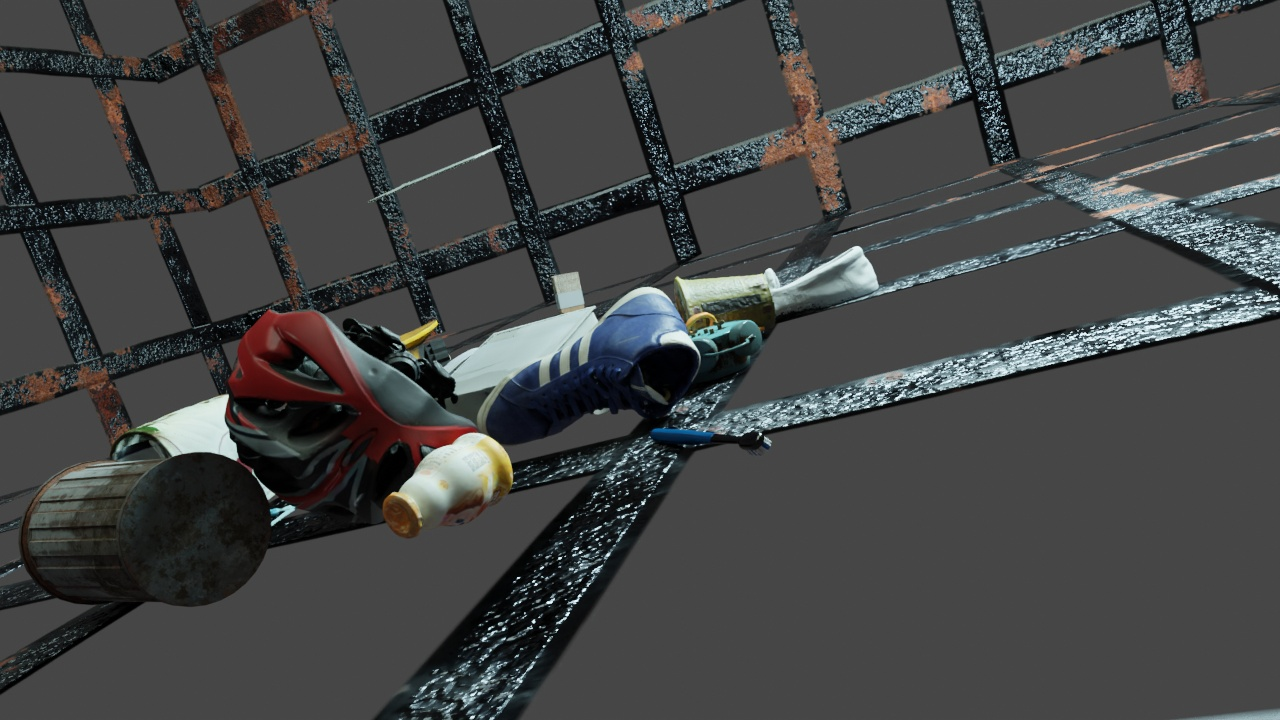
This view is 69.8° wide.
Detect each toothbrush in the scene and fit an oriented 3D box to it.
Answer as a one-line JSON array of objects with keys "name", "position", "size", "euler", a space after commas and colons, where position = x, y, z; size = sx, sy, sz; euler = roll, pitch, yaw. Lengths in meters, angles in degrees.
[{"name": "toothbrush", "position": [0.049, 0.061, 0.710], "size": [0.014, 0.014, 0.168], "euler": [-57, 19, -17]}]

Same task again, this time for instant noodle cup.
[{"name": "instant noodle cup", "position": [0.103, -0.063, 1.123], "size": [0.108, 0.102, 0.102], "euler": [-12, 8, -4]}]

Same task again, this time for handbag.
[{"name": "handbag", "position": [-0.504, 0.121, 1.064], "size": [0.096, 0.142, 0.198], "euler": [-15, 10, 8]}]

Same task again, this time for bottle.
[{"name": "bottle", "position": [-0.150, 0.100, 0.716], "size": [0.063, 0.063, 0.108], "euler": [-12, 10, 35]}]

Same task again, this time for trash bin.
[{"name": "trash bin", "position": [-0.431, 0.146, 0.792], "size": [0.212, 0.131, 0.130], "euler": [-9, 12, 38]}]

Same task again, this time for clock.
[{"name": "clock", "position": [0.080, -0.011, 0.975], "size": [0.090, 0.053, 0.124], "euler": [-21, 9, -11]}]

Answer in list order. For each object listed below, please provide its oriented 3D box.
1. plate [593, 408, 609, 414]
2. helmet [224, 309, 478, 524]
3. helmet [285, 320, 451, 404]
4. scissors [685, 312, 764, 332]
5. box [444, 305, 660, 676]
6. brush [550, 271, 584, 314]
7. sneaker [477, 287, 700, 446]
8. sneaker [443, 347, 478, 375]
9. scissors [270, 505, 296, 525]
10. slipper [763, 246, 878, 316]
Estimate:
[{"name": "plate", "position": [-0.006, 0.006, 0.991], "size": [0.135, 0.011, 0.134], "euler": [-42, 13, 11]}, {"name": "helmet", "position": [-0.270, 0.053, 0.825], "size": [0.166, 0.217, 0.272], "euler": [-57, 24, -16]}, {"name": "helmet", "position": [-0.402, 0.044, 1.355], "size": [0.255, 0.131, 0.205], "euler": [-20, 9, -13]}, {"name": "scissors", "position": [0.097, -0.022, 1.072], "size": [0.130, 0.070, 0.013], "euler": [0, 25, -37]}, {"name": "box", "position": [-0.090, 0.159, 1.085], "size": [0.169, 0.404, 0.171], "euler": [-12, 11, 32]}, {"name": "brush", "position": [-0.088, -0.046, 1.233], "size": [0.045, 0.143, 0.008], "euler": [-15, 6, -43]}, {"name": "sneaker", "position": [-0.043, 0.035, 0.887], "size": [0.233, 0.091, 0.118], "euler": [-36, 38, -2]}, {"name": "sneaker", "position": [-0.267, 0.049, 1.189], "size": [0.124, 0.089, 0.239], "euler": [-6, 18, 42]}, {"name": "scissors", "position": [-0.386, 0.159, 1.014], "size": [0.135, 0.015, 0.135], "euler": [-9, 14, 20]}, {"name": "slipper", "position": [0.185, -0.087, 1.212], "size": [0.247, 0.074, 0.112], "euler": [-18, -7, 10]}]
